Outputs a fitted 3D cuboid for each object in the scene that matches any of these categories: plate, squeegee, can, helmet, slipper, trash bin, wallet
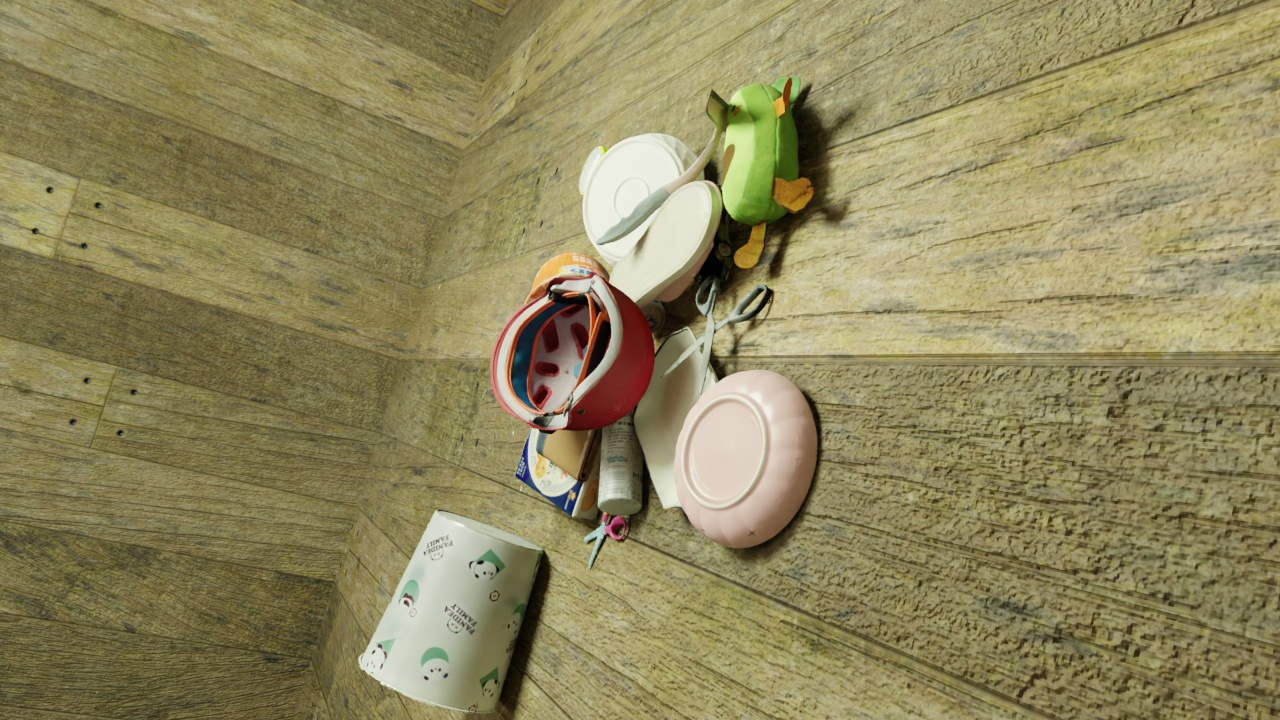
[{"bbox_3d":[-0.003,-0.229,1.320,0.205,0.045,0.205,-3,85,34],"label":"plate"},{"bbox_3d":[0.037,-0.229,1.189,0.250,0.040,0.247,-43,-4,16],"label":"squeegee"},{"bbox_3d":[-0.002,-0.093,1.350,0.053,0.053,0.134,-61,26,24],"label":"can"},{"bbox_3d":[0.057,0.071,1.135,0.162,0.034,0.265,-60,26,23],"label":"plate"},{"bbox_3d":[0.098,0.099,0.967,0.193,0.039,0.192,-23,58,43],"label":"plate"},{"bbox_3d":[-0.025,0.132,1.238,0.058,0.058,0.146,-42,38,48],"label":"can"},{"bbox_3d":[-0.078,0.002,1.226,0.241,0.143,0.206,-11,67,44],"label":"helmet"},{"bbox_3d":[0.037,-0.138,1.207,0.275,0.054,0.114,-42,51,51],"label":"slipper"},{"bbox_3d":[-0.280,0.382,1.430,0.230,0.229,0.251,5,72,65],"label":"trash bin"},{"bbox_3d":[-0.102,0.113,1.316,0.115,0.033,0.090,26,100,50],"label":"wallet"}]

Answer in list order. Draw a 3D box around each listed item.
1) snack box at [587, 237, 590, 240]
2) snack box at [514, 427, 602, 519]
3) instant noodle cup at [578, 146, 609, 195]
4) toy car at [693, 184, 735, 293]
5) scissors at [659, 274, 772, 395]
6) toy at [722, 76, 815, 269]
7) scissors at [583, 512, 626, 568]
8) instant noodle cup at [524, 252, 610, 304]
[{"bbox_3d":[-0.002,-0.207,1.371,0.126,0.053,0.113,31,103,37],"label":"snack box"},{"bbox_3d":[-0.103,0.122,1.376,0.183,0.045,0.178,22,94,51],"label":"snack box"},{"bbox_3d":[-0.027,-0.278,1.445,0.112,0.123,0.111,-45,35,45],"label":"instant noodle cup"},{"bbox_3d":[0.092,-0.160,1.207,0.070,0.042,0.158,-41,49,53],"label":"toy car"},{"bbox_3d":[0.089,-0.036,1.106,0.160,0.014,0.178,-21,48,40],"label":"scissors"},{"bbox_3d":[0.143,-0.237,1.092,0.228,0.090,0.246,117,158,-52],"label":"toy"},{"bbox_3d":[-0.048,0.236,1.272,0.118,0.017,0.133,44,118,59],"label":"scissors"},{"bbox_3d":[-0.102,-0.087,1.390,0.152,0.151,0.111,-60,18,26],"label":"instant noodle cup"}]
